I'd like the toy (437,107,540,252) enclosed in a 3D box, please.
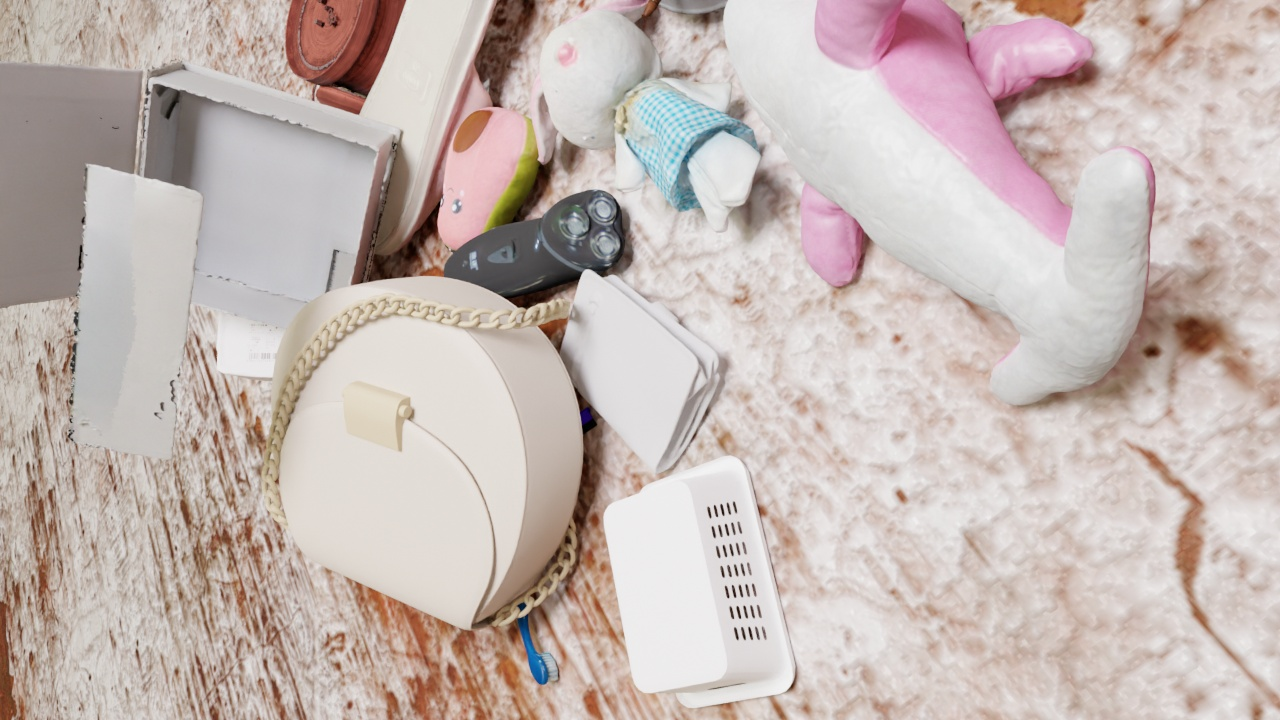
[{"bbox_3d":[-0.110,-0.126,0.656,0.090,0.051,0.110,30,107,45],"label":"toy"}]

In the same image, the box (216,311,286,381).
[{"bbox_3d":[-0.313,-0.029,0.813,0.124,0.137,0.108,1,80,0],"label":"box"}]

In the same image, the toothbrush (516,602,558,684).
[{"bbox_3d":[-0.085,0.156,0.619,0.022,0.017,0.135,-45,55,22],"label":"toothbrush"}]

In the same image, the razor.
[{"bbox_3d":[-0.076,-0.072,0.605,0.141,0.063,0.053,-13,75,27],"label":"razor"}]

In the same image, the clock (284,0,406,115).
[{"bbox_3d":[-0.247,-0.273,0.783,0.158,0.072,0.120,-46,57,25],"label":"clock"}]

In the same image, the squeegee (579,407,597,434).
[{"bbox_3d":[-0.160,0.023,0.674,0.250,0.055,0.184,-35,70,32],"label":"squeegee"}]

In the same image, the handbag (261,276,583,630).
[{"bbox_3d":[-0.138,0.051,0.592,0.211,0.103,0.209,14,107,27],"label":"handbag"}]

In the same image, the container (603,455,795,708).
[{"bbox_3d":[0.026,0.122,0.502,0.081,0.049,0.129,-25,68,36],"label":"container"}]

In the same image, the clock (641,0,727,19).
[{"bbox_3d":[0.046,-0.271,0.540,0.148,0.056,0.104,-38,68,16],"label":"clock"}]

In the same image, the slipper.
[{"bbox_3d":[-0.163,-0.199,0.709,0.114,0.054,0.275,50,125,29],"label":"slipper"}]

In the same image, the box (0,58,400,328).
[{"bbox_3d":[-0.353,-0.109,0.609,0.150,0.368,0.167,38,120,37],"label":"box"}]

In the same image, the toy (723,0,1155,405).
[{"bbox_3d":[0.139,-0.108,0.415,0.127,0.187,0.265,-26,57,-10],"label":"toy"}]

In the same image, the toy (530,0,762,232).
[{"bbox_3d":[-0.010,-0.143,0.535,0.131,0.105,0.205,-53,54,17],"label":"toy"}]

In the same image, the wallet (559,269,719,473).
[{"bbox_3d":[-0.004,0.003,0.562,0.116,0.032,0.086,45,123,34],"label":"wallet"}]
